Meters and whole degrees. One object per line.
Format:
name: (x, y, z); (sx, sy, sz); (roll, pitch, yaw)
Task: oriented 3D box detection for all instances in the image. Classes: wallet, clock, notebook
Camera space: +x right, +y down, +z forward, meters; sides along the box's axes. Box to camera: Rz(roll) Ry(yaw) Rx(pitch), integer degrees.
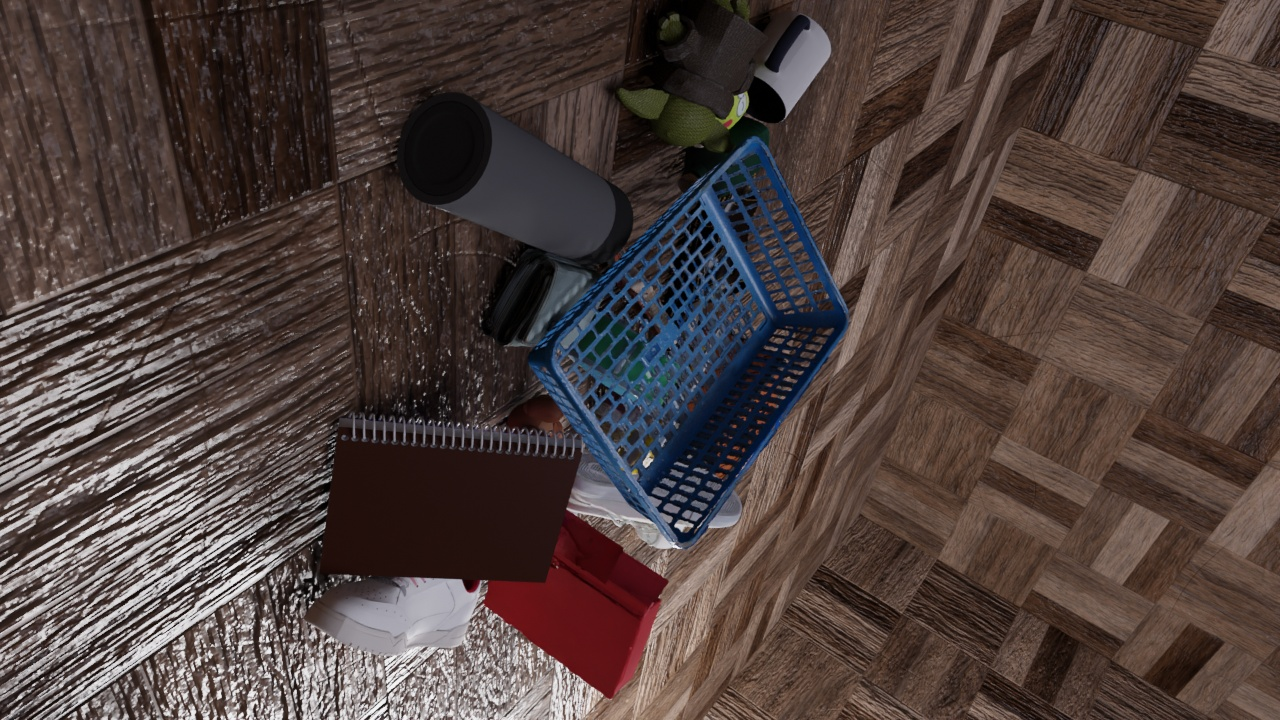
wallet: (-0.087, -0.054, 0.903); (0.100, 0.054, 0.131); (-56, 162, 14)
clock: (-0.006, 0.006, 1.040); (0.075, 0.122, 0.161); (-57, 145, -6)
notebook: (-0.170, 0.128, 0.824); (0.209, 0.022, 0.172); (7, 119, -19)

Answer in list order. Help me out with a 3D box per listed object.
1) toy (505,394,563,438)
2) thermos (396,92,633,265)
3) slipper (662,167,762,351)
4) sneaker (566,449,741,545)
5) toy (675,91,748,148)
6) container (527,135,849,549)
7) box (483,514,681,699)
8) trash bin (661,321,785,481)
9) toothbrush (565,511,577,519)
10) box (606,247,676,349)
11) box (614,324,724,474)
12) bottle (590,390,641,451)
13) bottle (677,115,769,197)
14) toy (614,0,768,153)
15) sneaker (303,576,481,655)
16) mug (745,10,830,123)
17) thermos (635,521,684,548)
toy: (-0.109, 0.090, 1.014); (0.128, 0.065, 0.094); (77, 34, -62)
thermos: (-0.092, -0.140, 0.761); (0.082, 0.082, 0.240); (-63, 156, 6)
slipper: (0.098, -0.125, 1.166); (0.112, 0.076, 0.268); (-13, 129, -60)
sneaker: (0.010, 0.184, 1.202); (0.089, 0.242, 0.091); (-93, -159, -50)
toy: (0.074, -0.274, 0.988); (0.115, 0.046, 0.092); (-42, 150, -20)
container: (0.053, -0.025, 0.935); (0.361, 0.089, 0.257); (-49, 120, -31)
box: (-0.082, 0.286, 1.102); (0.153, 0.215, 0.164); (-54, 157, -16)
trash bin: (0.094, 0.066, 1.295); (0.171, 0.140, 0.140); (-46, 153, -29)
toothbrush: (-0.071, 0.150, 1.221); (0.017, 0.016, 0.189); (6, 112, -54)
box: (0.002, -0.072, 1.047); (0.042, 0.083, 0.187); (-43, 156, -4)
box: (0.039, 0.050, 1.148); (0.209, 0.036, 0.130); (-58, -171, -29)
bottle: (-0.023, 0.059, 1.159); (0.105, 0.056, 0.056); (-55, 156, -12)
bottle: (0.088, -0.227, 1.047); (0.131, 0.061, 0.061); (-41, 148, -37)
toy: (0.058, -0.285, 0.897); (0.179, 0.078, 0.153); (10, 114, -48)
sneaker: (-0.230, 0.223, 0.906); (0.104, 0.090, 0.236); (-67, 156, -6)
mug: (0.159, -0.337, 1.027); (0.096, 0.078, 0.112); (-55, 175, -13)
thermos: (0.061, 0.192, 1.440); (0.099, 0.099, 0.221); (-20, 138, -56)
